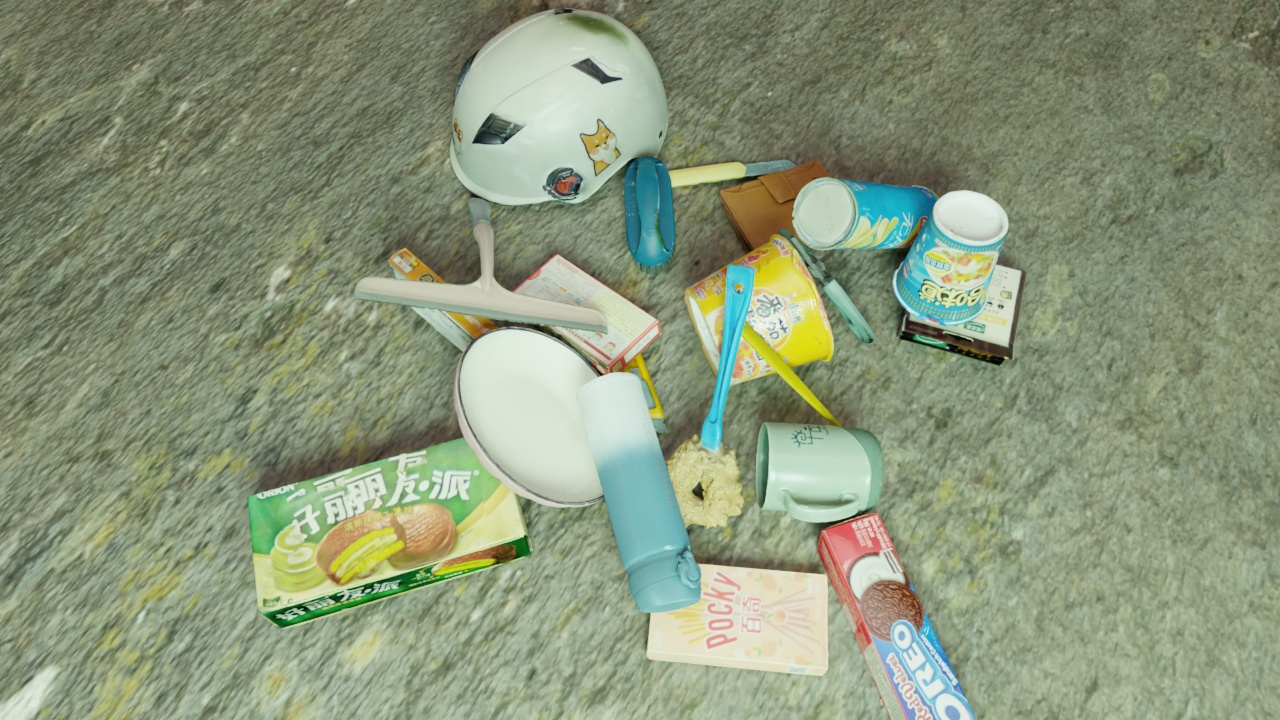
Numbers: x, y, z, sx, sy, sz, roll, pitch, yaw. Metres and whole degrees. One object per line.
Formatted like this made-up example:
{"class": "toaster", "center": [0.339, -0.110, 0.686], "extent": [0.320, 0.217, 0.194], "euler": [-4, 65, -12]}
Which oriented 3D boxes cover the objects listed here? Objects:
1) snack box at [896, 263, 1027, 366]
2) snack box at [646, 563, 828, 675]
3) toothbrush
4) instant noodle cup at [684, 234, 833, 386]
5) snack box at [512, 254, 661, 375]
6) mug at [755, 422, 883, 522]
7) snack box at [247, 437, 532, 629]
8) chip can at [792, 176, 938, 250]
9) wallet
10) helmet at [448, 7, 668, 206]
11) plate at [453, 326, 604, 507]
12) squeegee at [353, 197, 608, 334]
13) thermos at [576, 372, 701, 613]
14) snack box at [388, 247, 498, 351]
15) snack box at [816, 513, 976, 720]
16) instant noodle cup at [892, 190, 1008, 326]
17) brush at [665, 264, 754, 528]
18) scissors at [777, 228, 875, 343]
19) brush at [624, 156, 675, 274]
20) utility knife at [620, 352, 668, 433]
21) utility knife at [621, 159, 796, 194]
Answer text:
{"class": "snack box", "center": [0.337, -0.053, 0.965], "extent": [0.113, 0.053, 0.125], "euler": [17, 62, 11]}
{"class": "snack box", "center": [0.087, 0.228, 0.817], "extent": [0.157, 0.026, 0.084], "euler": [4, 59, 3]}
{"class": "toothbrush", "center": [0.148, 0.025, 0.879], "extent": [0.190, 0.017, 0.015], "euler": [44, 54, -18]}
{"class": "instant noodle cup", "center": [0.113, -0.044, 0.923], "extent": [0.110, 0.138, 0.138], "euler": [-22, 61, -3]}
{"class": "snack box", "center": [-0.061, -0.049, 0.972], "extent": [0.156, 0.027, 0.077], "euler": [35, 67, 29]}
{"class": "mug", "center": [0.166, 0.108, 0.845], "extent": [0.106, 0.082, 0.111], "euler": [4, 30, 0]}
{"class": "snack box", "center": [-0.229, 0.154, 0.845], "extent": [0.240, 0.063, 0.114], "euler": [-15, 60, -8]}
{"class": "chip can", "center": [0.241, -0.150, 0.949], "extent": [0.209, 0.071, 0.071], "euler": [-9, 50, -50]}
{"class": "wallet", "center": [0.169, -0.172, 1.055], "extent": [0.131, 0.031, 0.107], "euler": [-18, 62, -11]}
{"class": "helmet", "center": [-0.101, -0.313, 1.069], "extent": [0.273, 0.157, 0.230], "euler": [-21, 61, -11]}
{"class": "plate", "center": [-0.097, 0.057, 0.870], "extent": [0.192, 0.039, 0.192], "euler": [27, 41, -27]}
{"class": "squeegee", "center": [-0.168, -0.126, 0.976], "extent": [0.247, 0.040, 0.249], "euler": [7, 33, -17]}
{"class": "thermos", "center": [0.000, 0.117, 0.825], "extent": [0.070, 0.070, 0.220], "euler": [-14, 62, -8]}
{"class": "snack box", "center": [-0.200, -0.049, 0.959], "extent": [0.154, 0.075, 0.026], "euler": [39, 67, 21]}
{"class": "snack box", "center": [0.219, 0.239, 0.791], "extent": [0.057, 0.058, 0.207], "euler": [-17, 60, -6]}
{"class": "instant noodle cup", "center": [0.312, -0.105, 0.908], "extent": [0.099, 0.110, 0.099], "euler": [1, 55, -1]}
{"class": "brush", "center": [0.070, 0.039, 0.843], "extent": [0.083, 0.045, 0.255], "euler": [13, 100, 21]}
{"class": "scissors", "center": [0.181, -0.092, 0.951], "extent": [0.019, 0.170, 0.180], "euler": [-39, 42, 9]}
{"class": "brush", "center": [0.010, -0.171, 1.027], "extent": [0.055, 0.074, 0.143], "euler": [-4, 65, 3]}
{"class": "utility knife", "center": [-0.006, 0.006, 0.957], "extent": [0.033, 0.015, 0.170], "euler": [-18, 60, -6]}
{"class": "utility knife", "center": [0.082, -0.221, 1.091], "extent": [0.212, 0.022, 0.031], "euler": [-10, 60, 3]}
